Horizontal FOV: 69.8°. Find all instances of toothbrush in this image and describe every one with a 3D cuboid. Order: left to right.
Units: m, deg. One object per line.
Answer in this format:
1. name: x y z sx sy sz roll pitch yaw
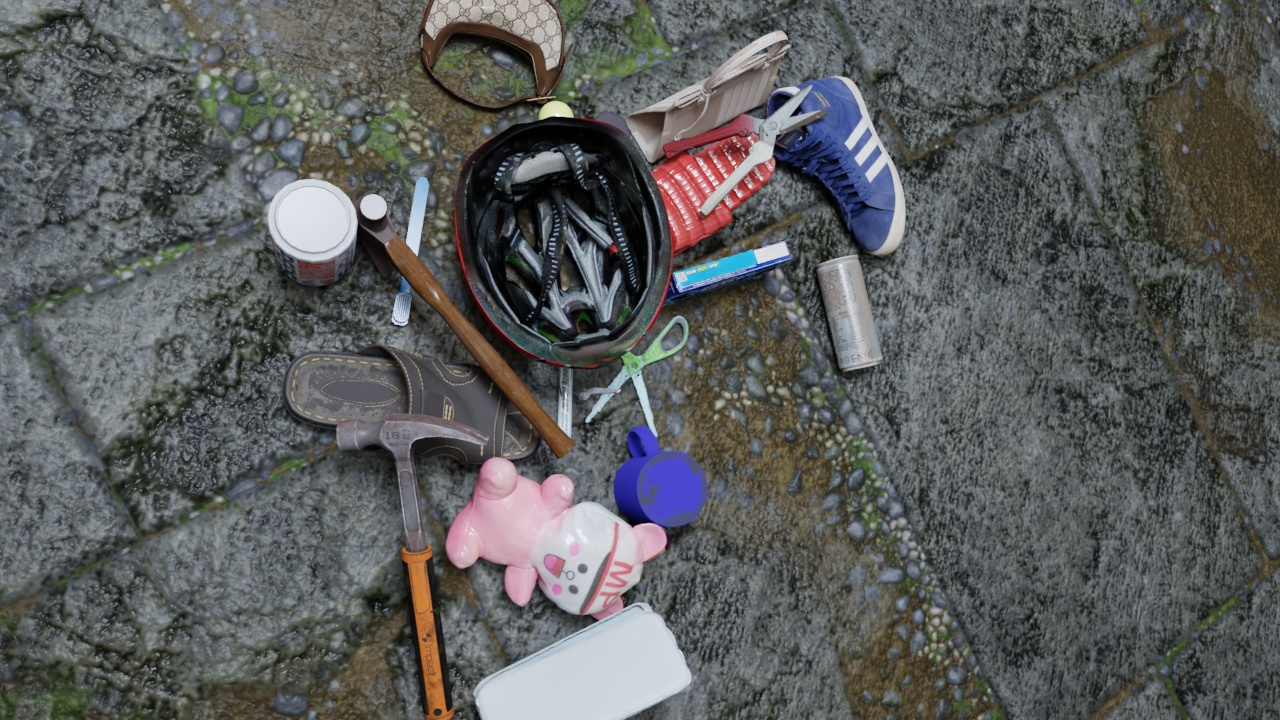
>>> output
1. toothbrush: -0.245 -0.119 0.984 0.016 0.014 0.166 10 79 -17
2. toothbrush: -0.043 0.035 0.942 0.010 0.182 0.010 -44 100 -14

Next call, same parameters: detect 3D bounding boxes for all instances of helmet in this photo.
1. helmet: -0.077 -0.118 0.956 0.217 0.167 0.272 -14 80 -5

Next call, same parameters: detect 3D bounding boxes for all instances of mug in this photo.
1. mug: 0.015 0.125 1.001 0.079 0.084 0.111 -19 89 -20

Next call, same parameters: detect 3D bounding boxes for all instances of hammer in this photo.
1. hammer: -0.203 0.205 0.897 0.138 0.035 0.314 -5 101 -1
2. hammer: -0.178 -0.031 0.919 0.033 0.115 0.323 -41 92 -18

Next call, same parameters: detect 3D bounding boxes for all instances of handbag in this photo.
1. handbag: -0.162 -0.351 1.028 0.166 0.063 0.138 11 96 -20
2. handbag: 0.097 -0.315 1.026 0.175 0.198 0.062 -32 93 -20

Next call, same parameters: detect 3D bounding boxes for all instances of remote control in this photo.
1. remote control: -0.059 -0.238 1.064 0.046 0.009 0.124 40 73 -9

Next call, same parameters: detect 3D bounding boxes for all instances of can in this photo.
1. can: -0.318 -0.120 0.895 0.078 0.136 0.078 3 82 -18
2. can: 0.255 -0.056 1.120 0.054 0.054 0.135 -11 86 -20

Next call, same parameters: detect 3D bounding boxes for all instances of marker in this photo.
1. marker: -0.083 0.026 1.017 0.017 0.017 0.146 3 82 -18

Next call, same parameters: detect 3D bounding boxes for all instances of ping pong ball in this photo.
1. ping pong ball: -0.096 -0.273 1.040 0.040 0.040 0.040 3 82 -18

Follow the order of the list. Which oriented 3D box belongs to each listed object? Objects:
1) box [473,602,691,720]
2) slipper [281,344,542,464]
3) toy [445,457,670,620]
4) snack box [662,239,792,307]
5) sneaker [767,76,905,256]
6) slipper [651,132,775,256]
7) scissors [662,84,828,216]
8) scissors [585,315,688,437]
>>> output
1. box: -0.052 0.338 0.915 0.215 0.125 0.107 -24 115 -19
2. slipper: -0.226 0.046 0.936 0.267 0.076 0.113 13 79 -16
3. toy: -0.087 0.189 0.955 0.213 0.084 0.142 25 101 -9
4. snack box: 0.092 -0.099 1.058 0.150 0.082 0.027 -19 87 -19
5. sneaker: 0.230 -0.234 1.106 0.118 0.092 0.233 -12 84 -36
6. slipper: 0.069 -0.199 1.076 0.248 0.059 0.103 -34 94 -21
7. scissors: 0.116 -0.244 1.044 0.187 0.015 0.179 13 85 -4
8. scissors: -0.013 0.003 1.048 0.167 0.023 0.171 48 69 -13
